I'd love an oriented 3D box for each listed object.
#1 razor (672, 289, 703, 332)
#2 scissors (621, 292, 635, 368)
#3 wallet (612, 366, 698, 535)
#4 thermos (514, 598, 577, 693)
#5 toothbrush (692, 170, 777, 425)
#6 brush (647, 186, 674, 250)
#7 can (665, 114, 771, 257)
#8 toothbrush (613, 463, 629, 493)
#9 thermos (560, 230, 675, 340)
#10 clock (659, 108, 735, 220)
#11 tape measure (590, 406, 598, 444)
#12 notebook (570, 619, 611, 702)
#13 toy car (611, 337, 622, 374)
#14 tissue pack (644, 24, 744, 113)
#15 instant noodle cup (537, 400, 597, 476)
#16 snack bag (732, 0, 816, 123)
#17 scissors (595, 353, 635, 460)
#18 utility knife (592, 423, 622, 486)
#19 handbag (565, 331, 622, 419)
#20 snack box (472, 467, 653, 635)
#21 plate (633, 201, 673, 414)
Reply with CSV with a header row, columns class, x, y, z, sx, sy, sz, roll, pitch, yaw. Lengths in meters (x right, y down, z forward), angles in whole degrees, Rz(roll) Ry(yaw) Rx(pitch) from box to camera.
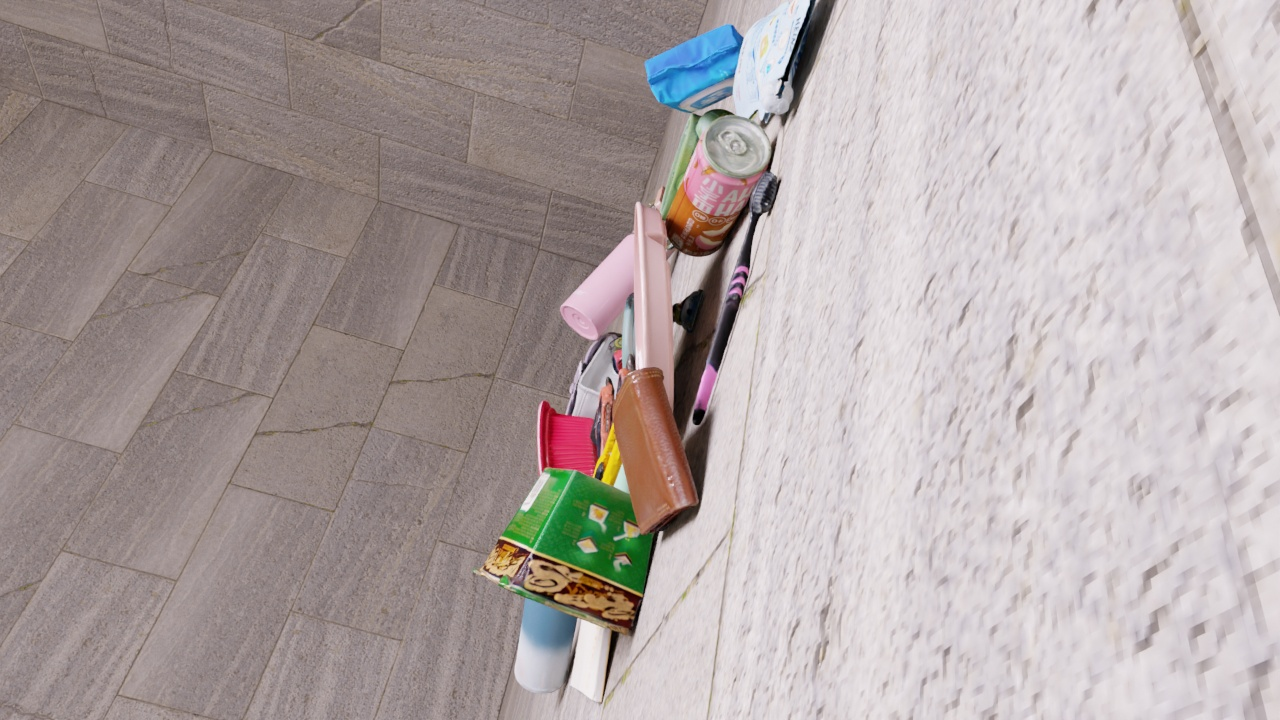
class,x,y,z,sx,sy,sz,roll,pitch,yaw
razor,0.041,-0.050,0.934,0.143,0.022,0.042,-162,91,-86
scissors,-0.006,0.004,0.968,0.172,0.019,0.179,-64,-28,-65
wallet,0.008,0.068,0.657,0.125,0.032,0.101,115,143,-69
thermos,-0.100,0.278,1.038,0.070,0.070,0.221,-82,2,-61
toothbrush,0.067,-0.043,0.654,0.018,0.014,0.189,-154,79,-73
brush,0.046,-0.194,1.179,0.073,0.063,0.145,-41,13,17
can,0.062,-0.142,0.770,0.147,0.058,0.057,118,168,-69
toothbrush,-0.020,0.123,0.981,0.027,0.026,0.224,114,166,-49
thermos,-0.016,-0.117,1.239,0.198,0.067,0.087,-47,28,-21
clock,0.064,-0.200,0.963,0.161,0.056,0.116,157,129,-84
tape measure,-0.027,0.078,1.059,0.056,0.058,0.039,-74,9,-49
notebook,-0.042,0.243,0.875,0.207,0.010,0.145,121,158,-72
toy car,0.003,-0.027,1.060,0.106,0.031,0.049,-56,-35,-18
tissue pack,0.066,-0.282,0.901,0.052,0.095,0.156,68,-161,-5
instant noodle cup,-0.076,0.139,1.109,0.194,0.066,0.194,-4,-95,-88
snack bag,0.107,-0.243,0.731,0.191,0.039,0.110,-100,32,-77
scissors,-0.030,0.096,0.869,0.189,0.015,0.222,113,161,-57
utility knife,-0.025,0.078,0.784,0.033,0.015,0.155,-110,29,-45
handbag,-0.058,0.077,1.256,0.144,0.098,0.197,-70,1,-54
snack box,-0.054,0.147,0.739,0.118,0.117,0.105,-13,53,65
plate,0.010,-0.025,0.818,0.229,0.028,0.229,174,95,-88
